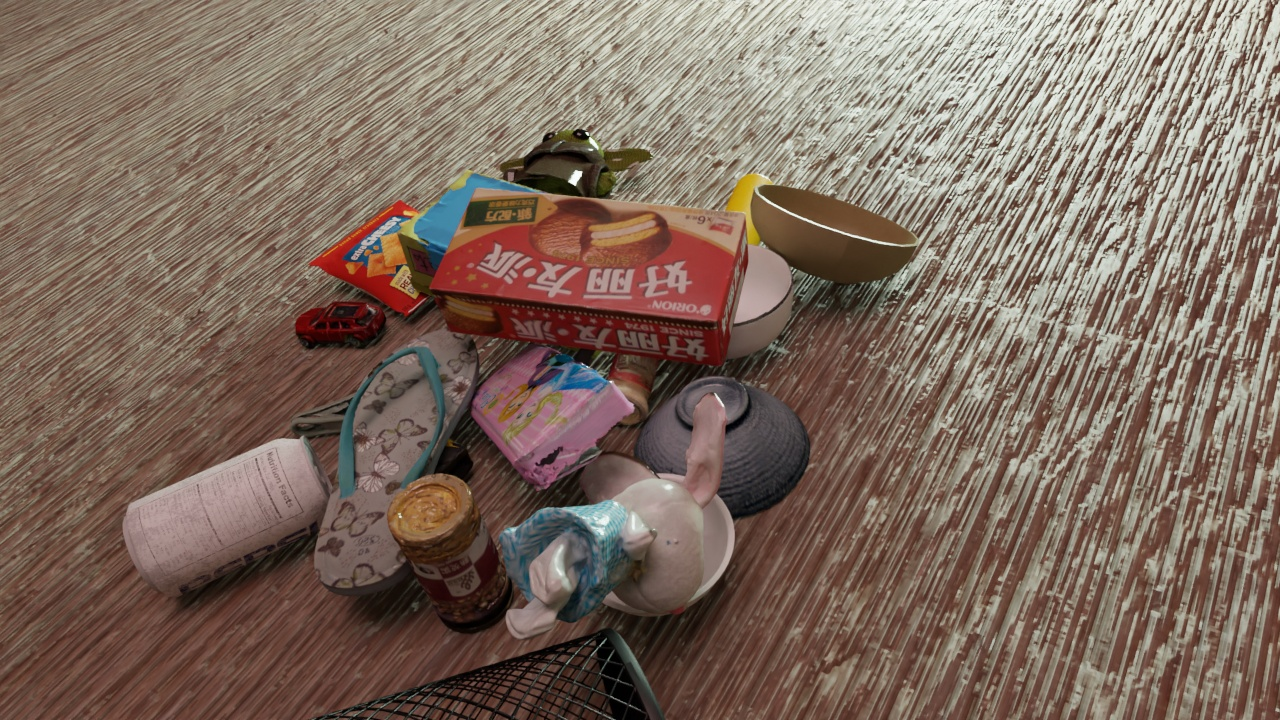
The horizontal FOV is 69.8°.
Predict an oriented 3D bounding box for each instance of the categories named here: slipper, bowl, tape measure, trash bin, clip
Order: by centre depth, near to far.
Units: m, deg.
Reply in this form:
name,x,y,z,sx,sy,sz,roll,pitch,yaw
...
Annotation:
name,x,y,z,sx,sy,sz,roll,pitch,yaw
trash bin,-0.086,0.236,0.440,0.210,0.184,0.184,-18,41,-15
bowl,0.011,0.133,0.623,0.110,0.041,0.109,-7,44,7
bowl,0.057,0.049,0.693,0.137,0.057,0.136,-7,41,6
slipper,-0.192,0.054,0.697,0.098,0.055,0.268,-4,42,10
tape measure,-0.175,0.087,0.725,0.064,0.037,0.065,17,47,29
bowl,0.076,-0.044,0.787,0.113,0.063,0.113,-7,42,6
clip,-0.269,0.051,0.802,0.076,0.023,0.059,-13,40,-3
bowl,0.166,-0.108,0.820,0.152,0.050,0.152,14,23,-6

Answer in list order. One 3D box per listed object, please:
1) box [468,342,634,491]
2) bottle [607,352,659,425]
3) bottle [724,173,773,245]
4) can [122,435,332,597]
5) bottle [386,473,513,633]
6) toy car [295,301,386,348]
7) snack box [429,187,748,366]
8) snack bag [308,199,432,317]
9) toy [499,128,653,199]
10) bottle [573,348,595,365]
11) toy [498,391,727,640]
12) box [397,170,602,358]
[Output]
name,x,y,z,sx,sy,sz,roll,pitch,yaw
box,-0.071,0.040,0.680,0.084,0.053,0.230,-43,18,-9
bottle,-0.005,0.004,0.770,0.044,0.044,0.108,1,44,15
bottle,0.096,-0.125,0.888,0.043,0.043,0.143,6,44,20
can,-0.307,0.116,0.696,0.136,0.078,0.078,-25,43,-14
bottle,-0.125,0.130,0.612,0.056,0.105,0.056,-7,41,6
toy car,-0.295,-0.036,0.897,0.091,0.036,0.042,-3,43,19
snack box,-0.039,-0.070,0.738,0.236,0.060,0.113,8,57,15
snack bag,-0.248,-0.108,0.958,0.144,0.039,0.130,27,54,25
toy,-0.087,-0.195,0.985,0.179,0.078,0.152,-1,40,17
bottle,-0.028,-0.035,0.774,0.030,0.030,0.112,17,64,30
toy,-0.005,0.108,0.535,0.131,0.105,0.204,-35,0,28
box,-0.107,-0.097,0.869,0.221,0.081,0.124,17,50,24
